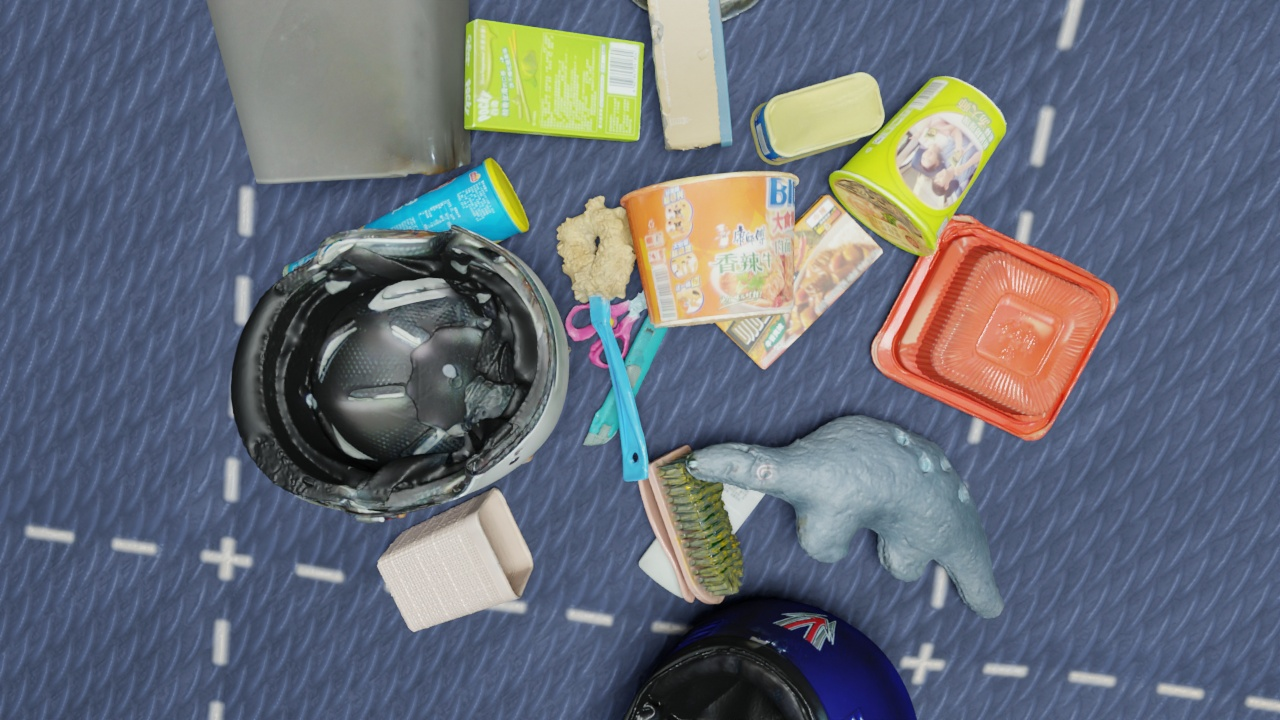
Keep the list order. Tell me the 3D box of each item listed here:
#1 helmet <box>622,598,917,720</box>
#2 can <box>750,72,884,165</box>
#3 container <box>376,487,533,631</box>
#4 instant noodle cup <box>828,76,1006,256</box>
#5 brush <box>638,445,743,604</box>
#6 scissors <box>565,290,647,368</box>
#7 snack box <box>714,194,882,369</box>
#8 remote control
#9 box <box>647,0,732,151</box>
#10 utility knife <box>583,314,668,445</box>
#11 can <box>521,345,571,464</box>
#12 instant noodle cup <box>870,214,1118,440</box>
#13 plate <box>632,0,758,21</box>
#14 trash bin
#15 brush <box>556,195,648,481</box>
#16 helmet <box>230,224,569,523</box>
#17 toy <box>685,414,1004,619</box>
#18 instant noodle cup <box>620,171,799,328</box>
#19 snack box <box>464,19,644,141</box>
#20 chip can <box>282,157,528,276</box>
[{"bbox_3d":[0.109,0.369,0.807,0.247,0.240,0.315,25,93,35],"label":"helmet"},{"bbox_3d":[0.151,-0.208,0.789,0.102,0.083,0.057,-16,99,3],"label":"can"},{"bbox_3d":[-0.174,0.189,0.863,0.111,0.089,0.090,-23,99,8],"label":"container"},{"bbox_3d":[0.245,-0.171,0.788,0.111,0.111,0.123,39,90,-6],"label":"instant noodle cup"},{"bbox_3d":[0.046,0.155,0.847,0.073,0.063,0.145,-17,93,39],"label":"brush"},{"bbox_3d":[0.001,-0.043,0.856,0.137,0.017,0.073,-29,100,1],"label":"scissors"},{"bbox_3d":[0.140,-0.072,0.842,0.075,0.026,0.154,44,98,-6],"label":"snack box"},{"bbox_3d":[0.062,0.155,0.883,0.058,0.021,0.150,37,98,3],"label":"remote control"},{"bbox_3d":[0.039,-0.259,0.765,0.061,0.089,0.184,-9,118,4],"label":"box"},{"bbox_3d":[-0.005,0.005,0.858,0.029,0.013,0.182,20,104,-26],"label":"utility knife"},{"bbox_3d":[-0.109,0.033,0.847,0.058,0.058,0.116,21,100,-3],"label":"can"},{"bbox_3d":[0.322,-0.027,0.821,0.189,0.079,0.164,24,98,-1],"label":"instant noodle cup"},{"bbox_3d":[0.047,-0.382,0.792,0.179,0.024,0.179,0,101,0],"label":"plate"},{"bbox_3d":[-0.232,-0.262,0.741,0.199,0.198,0.220,-3,107,3],"label":"trash bin"},{"bbox_3d":[-0.024,-0.018,0.820,0.083,0.045,0.254,-10,91,32],"label":"brush"},{"bbox_3d":[-0.175,0.011,0.756,0.274,0.156,0.230,-14,80,19],"label":"helmet"},{"bbox_3d":[0.212,0.124,0.834,0.356,0.091,0.138,24,94,-16],"label":"toy"},{"bbox_3d":[0.062,-0.088,0.770,0.151,0.151,0.111,-6,91,2],"label":"instant noodle cup"},{"bbox_3d":[-0.072,-0.235,0.781,0.156,0.026,0.086,-4,102,-29],"label":"snack box"},{"bbox_3d":[-0.208,-0.101,0.820,0.210,0.071,0.071,-26,98,6],"label":"chip can"}]
